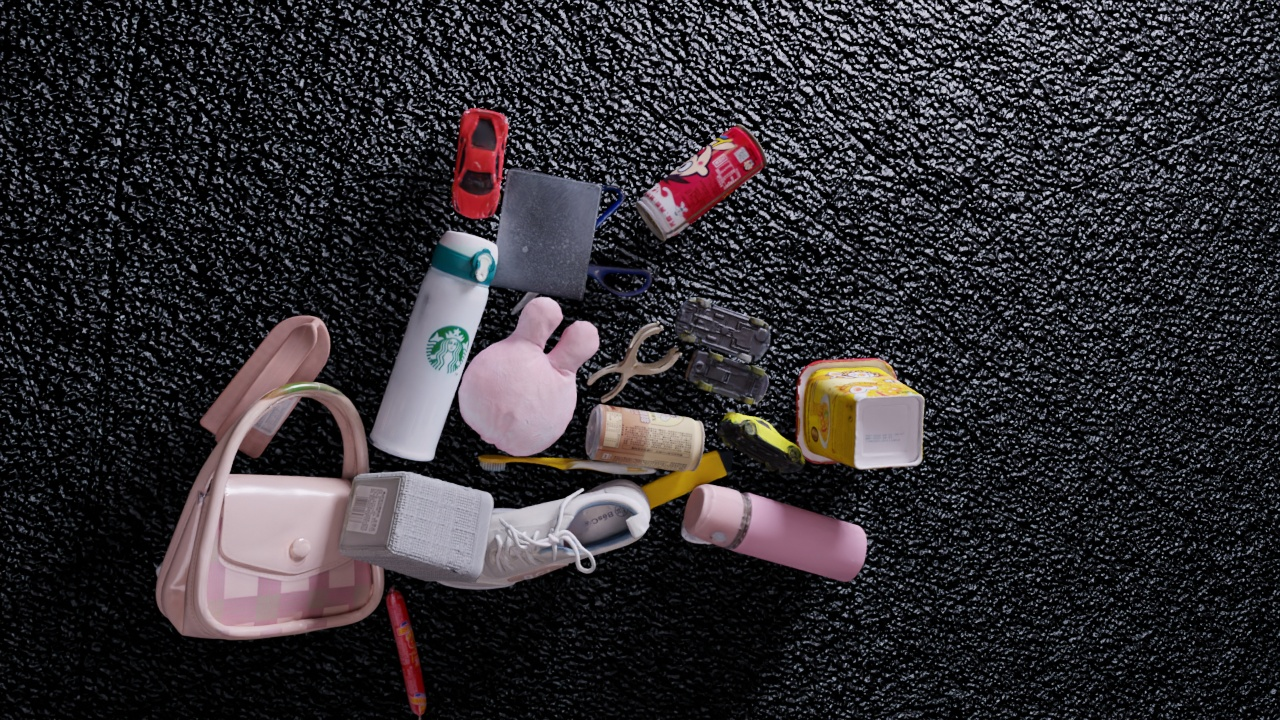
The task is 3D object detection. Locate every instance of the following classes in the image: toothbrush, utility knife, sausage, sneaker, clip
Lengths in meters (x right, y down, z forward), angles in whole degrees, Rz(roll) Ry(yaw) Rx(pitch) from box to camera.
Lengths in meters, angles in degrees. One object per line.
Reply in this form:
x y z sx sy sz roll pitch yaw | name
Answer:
-0.076 0.114 0.976 0.191 0.016 0.018 5 109 -12 | toothbrush
0.033 0.135 1.002 0.153 0.015 0.033 -23 96 -6 | utility knife
-0.246 0.309 0.971 0.020 0.020 0.156 -11 101 -10 | sausage
-0.104 0.189 0.938 0.242 0.090 0.089 -16 101 -2 | sneaker
0.003 0.012 0.967 0.084 0.035 0.104 35 95 -14 | clip

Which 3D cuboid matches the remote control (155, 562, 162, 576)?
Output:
-0.404 0.195 0.919 0.150 0.021 0.058 -29 103 -7 | remote control

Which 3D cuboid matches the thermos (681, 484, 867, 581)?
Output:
0.142 0.193 1.009 0.198 0.067 0.087 17 134 -16 | thermos

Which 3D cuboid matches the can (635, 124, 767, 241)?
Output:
0.062 -0.181 0.937 0.132 0.053 0.053 -38 104 -4 | can

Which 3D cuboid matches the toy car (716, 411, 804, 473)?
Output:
0.134 0.088 1.001 0.105 0.048 0.032 32 59 -14 | toy car

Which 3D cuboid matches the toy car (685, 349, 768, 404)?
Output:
0.094 0.017 0.985 0.090 0.035 0.042 19 96 -14 | toy car

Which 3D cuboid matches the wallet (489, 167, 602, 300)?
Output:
-0.095 -0.126 0.923 0.097 0.019 0.121 9 96 -6 | wallet

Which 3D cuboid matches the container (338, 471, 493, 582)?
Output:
-0.216 0.158 0.881 0.114 0.090 0.090 32 57 -50 | container

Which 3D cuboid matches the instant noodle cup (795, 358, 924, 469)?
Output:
0.236 0.063 0.975 0.116 0.123 0.116 -2 100 -11 | instant noodle cup

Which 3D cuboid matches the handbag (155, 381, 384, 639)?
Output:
-0.328 0.135 0.855 0.193 0.093 0.234 12 85 -53 | handbag

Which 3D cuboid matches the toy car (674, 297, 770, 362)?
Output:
0.087 -0.033 0.977 0.105 0.031 0.049 19 95 -12 | toy car

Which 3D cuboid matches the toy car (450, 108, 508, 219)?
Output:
-0.158 -0.192 0.903 0.049 0.031 0.106 8 99 -11 | toy car

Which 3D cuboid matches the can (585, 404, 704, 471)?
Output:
0.004 0.082 0.965 0.116 0.058 0.058 10 97 -13 | can

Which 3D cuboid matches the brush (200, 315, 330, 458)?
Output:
-0.350 0.020 0.876 0.063 0.073 0.145 37 88 -14 | brush

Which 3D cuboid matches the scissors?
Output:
-0.064 -0.108 0.945 0.162 0.012 0.175 27 95 -13 | scissors

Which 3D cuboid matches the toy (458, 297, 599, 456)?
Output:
-0.110 0.018 0.933 0.121 0.054 0.159 34 92 -22 | toy

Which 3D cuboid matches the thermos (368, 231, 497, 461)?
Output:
-0.198 -0.016 0.900 0.073 0.073 0.224 19 95 -14 | thermos
